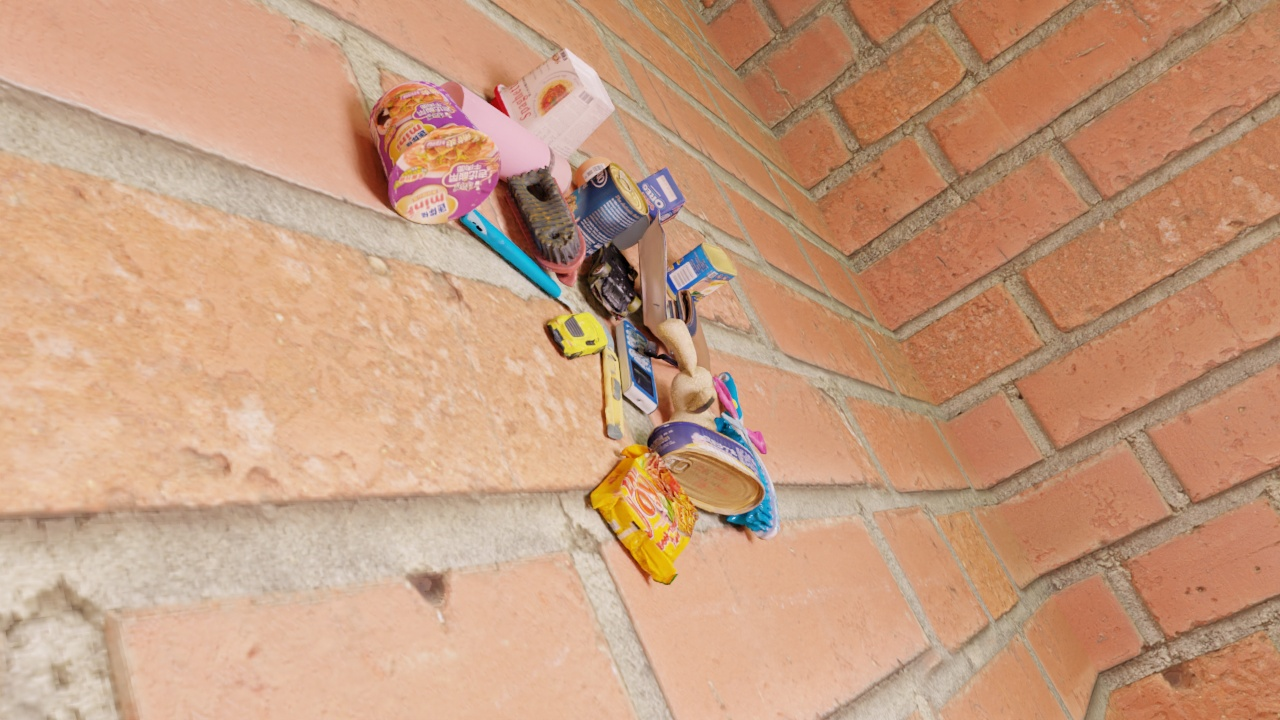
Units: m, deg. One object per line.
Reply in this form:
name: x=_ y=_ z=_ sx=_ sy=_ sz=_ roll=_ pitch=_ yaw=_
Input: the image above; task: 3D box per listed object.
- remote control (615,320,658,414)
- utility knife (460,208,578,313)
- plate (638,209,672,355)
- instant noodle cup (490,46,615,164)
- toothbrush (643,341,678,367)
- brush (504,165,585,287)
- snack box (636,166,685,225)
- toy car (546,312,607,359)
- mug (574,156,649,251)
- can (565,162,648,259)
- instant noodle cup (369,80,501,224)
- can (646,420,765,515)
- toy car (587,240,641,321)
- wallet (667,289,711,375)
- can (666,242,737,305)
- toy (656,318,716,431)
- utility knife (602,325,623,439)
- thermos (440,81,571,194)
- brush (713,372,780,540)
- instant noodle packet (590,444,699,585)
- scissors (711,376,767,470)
remote control: x=-0.006 y=0.006 z=1.075 sx=0.049 sy=0.024 sz=0.124 roll=41 pitch=25 yaw=-33
utility knife: x=-0.126 y=-0.105 z=0.991 sx=0.182 sy=0.018 sz=0.034 roll=41 pitch=9 yaw=-35
plate: x=0.017 y=-0.101 z=1.183 sx=0.163 sy=0.034 sz=0.164 roll=-95 pitch=-178 yaw=-65
instant noodle cup: x=-0.111 y=-0.328 z=1.195 sx=0.116 sy=0.124 sz=0.116 roll=19 pitch=42 yaw=-57
toothbrush: x=0.034 y=-0.003 z=1.144 sx=0.189 sy=0.014 sz=0.016 roll=24 pitch=69 yaw=-72
brush: x=-0.103 y=-0.149 z=1.036 sx=0.069 sy=0.063 sz=0.145 roll=85 pitch=-18 yaw=-54
snack box: x=0.022 y=-0.230 z=1.326 sx=0.058 sy=0.057 sz=0.207 roll=61 pitch=-1 yaw=-3
toy car: x=-0.063 y=-0.031 z=1.000 sx=0.048 sy=0.032 sz=0.105 roll=58 pitch=20 yaw=7
mug: x=-0.045 y=-0.218 z=1.253 sx=0.078 sy=0.078 sz=0.122 roll=28 pitch=30 yaw=-50
can: x=-0.056 y=-0.178 z=1.117 sx=0.075 sy=0.111 sz=0.075 roll=46 pitch=22 yaw=-26
instant noodle cup: x=-0.200 y=-0.202 z=0.868 sx=0.111 sy=0.112 sz=0.099 roll=22 pitch=32 yaw=-54
can: x=0.072 y=0.118 z=1.005 sx=0.148 sy=0.075 sz=0.049 roll=28 pitch=32 yaw=-31
toy car: x=-0.035 y=-0.104 z=1.147 sx=0.070 sy=0.042 sz=0.157 roll=48 pitch=19 yaw=-21
wallet: x=0.069 y=-0.026 z=1.223 sx=0.090 sy=0.033 sz=0.115 roll=-90 pitch=161 yaw=-53
can: x=0.088 y=-0.130 z=1.384 sx=0.057 sy=0.083 sz=0.102 roll=62 pitch=23 yaw=14
toy: x=0.052 y=0.026 z=1.072 sx=0.105 sy=0.066 sz=0.157 roll=-171 pitch=-114 yaw=-72
utility knife: x=-0.033 y=0.024 z=1.015 sx=0.031 sy=0.019 sz=0.183 roll=48 pitch=18 yaw=-35
thermos: x=-0.164 y=-0.250 z=1.065 sx=0.087 sy=0.067 sz=0.198 roll=34 pitch=7 yaw=36
brush: x=0.119 y=0.100 z=1.175 sx=0.109 sy=0.061 sz=0.314 roll=44 pitch=22 yaw=-41
instant noodle packet: x=0.008 y=0.145 z=0.887 sx=0.111 sy=0.044 sz=0.128 roll=50 pitch=23 yaw=-4
scissors: x=0.120 y=0.077 z=1.092 sx=0.134 sy=0.017 sz=0.133 roll=38 pitch=23 yaw=-54
